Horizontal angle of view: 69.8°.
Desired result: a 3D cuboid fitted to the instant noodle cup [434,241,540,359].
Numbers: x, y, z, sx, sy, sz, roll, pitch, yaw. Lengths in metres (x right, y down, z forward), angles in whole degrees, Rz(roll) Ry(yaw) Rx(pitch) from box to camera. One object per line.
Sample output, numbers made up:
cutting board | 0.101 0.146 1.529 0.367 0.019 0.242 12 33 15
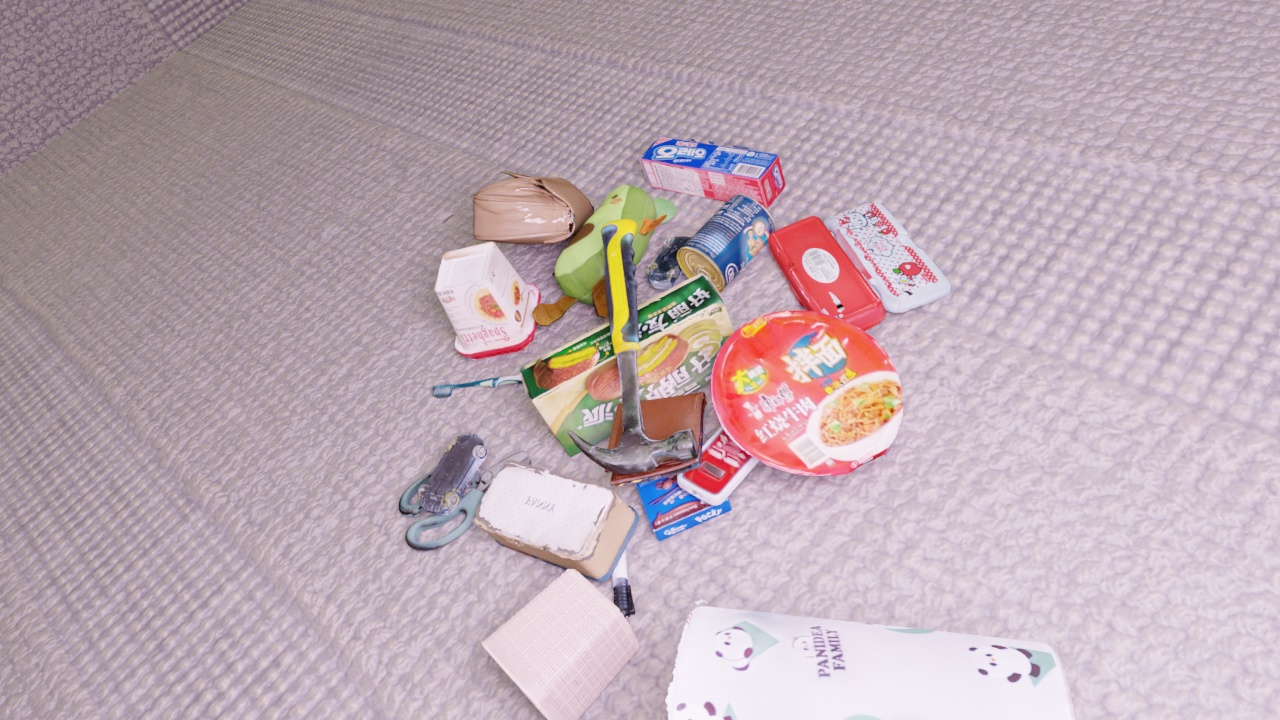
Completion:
instant noodle cup | -0.205 -0.081 1.210 0.116 0.124 0.116 -11 47 16

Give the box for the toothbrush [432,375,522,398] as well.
toothbrush | -0.185 0.031 1.178 0.192 0.016 0.018 -7 58 19

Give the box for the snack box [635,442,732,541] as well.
snack box | 0.033 0.114 0.994 0.084 0.026 0.157 -23 45 1

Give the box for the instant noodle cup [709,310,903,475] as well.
instant noodle cup | 0.166 0.044 0.942 0.194 0.066 0.193 0 57 -1

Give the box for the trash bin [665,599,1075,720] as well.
trash bin | 0.162 0.291 0.648 0.252 0.230 0.229 -2 49 15

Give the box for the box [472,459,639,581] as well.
box | -0.087 0.166 0.965 0.184 0.059 0.089 13 63 38

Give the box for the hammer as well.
hammer | -0.019 -0.025 0.978 0.126 0.032 0.322 -13 54 10

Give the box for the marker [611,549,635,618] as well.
marker | -0.021 0.205 0.945 0.022 0.018 0.130 0 47 -7

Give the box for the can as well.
can | 0.110 -0.149 1.162 0.075 0.075 0.111 26 64 39

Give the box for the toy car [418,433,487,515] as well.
toy car | -0.214 0.132 1.062 0.049 0.031 0.105 9 56 30

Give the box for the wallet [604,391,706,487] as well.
wallet | 0.019 0.079 0.975 0.101 0.032 0.124 -12 31 14

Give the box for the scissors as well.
scissors | -0.208 0.145 1.083 0.180 0.019 0.139 -36 45 -7

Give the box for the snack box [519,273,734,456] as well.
snack box | -0.006 0.006 1.047 0.240 0.114 0.063 -28 47 -1

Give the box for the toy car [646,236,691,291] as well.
toy car | 0.043 -0.128 1.204 0.043 0.034 0.090 6 51 32

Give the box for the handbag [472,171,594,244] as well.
handbag | -0.148 -0.210 1.266 0.148 0.100 0.204 2 13 6

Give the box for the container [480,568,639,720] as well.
container | -0.070 0.269 0.860 0.110 0.090 0.090 -41 46 -18

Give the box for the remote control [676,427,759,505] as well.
remote control | 0.096 0.096 0.960 0.056 0.020 0.135 27 50 28

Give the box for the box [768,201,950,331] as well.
box | 0.255 -0.115 1.093 0.158 0.038 0.200 -24 44 2

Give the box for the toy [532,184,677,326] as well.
toy | -0.047 -0.144 1.214 0.228 0.090 0.246 -14 39 43

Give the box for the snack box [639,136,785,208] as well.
snack box | 0.098 -0.265 1.285 0.208 0.058 0.057 18 60 35
